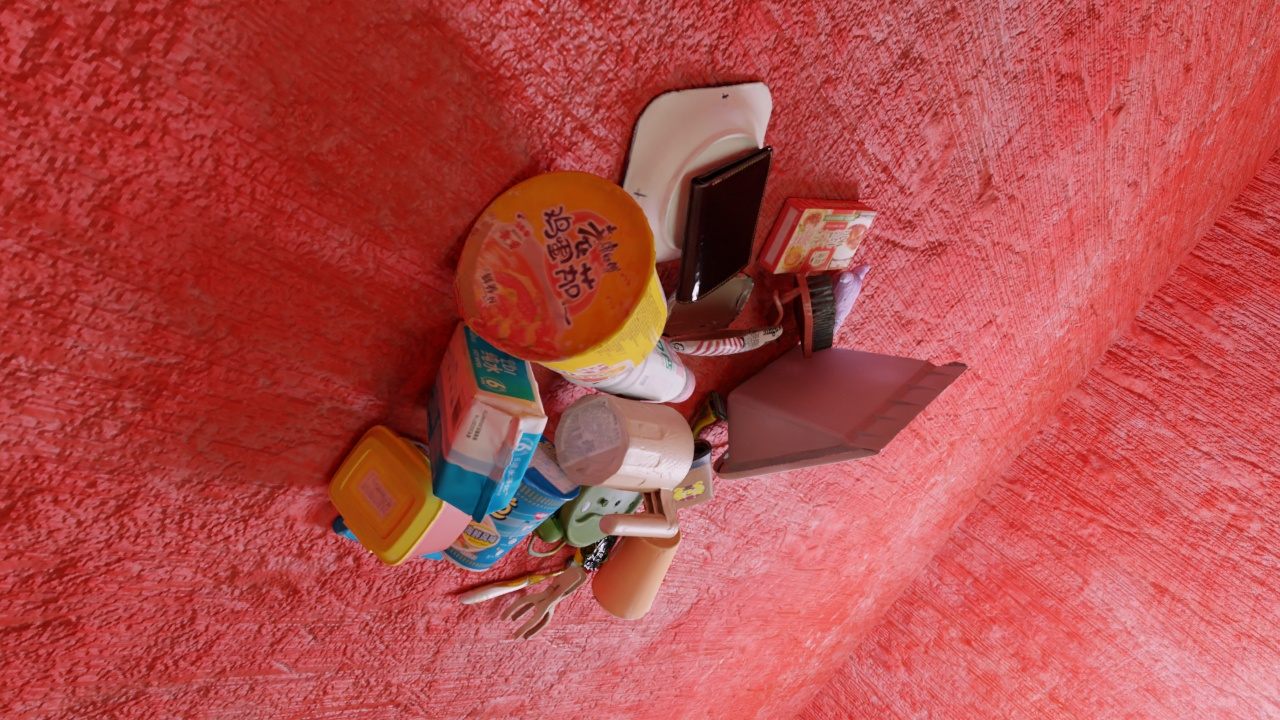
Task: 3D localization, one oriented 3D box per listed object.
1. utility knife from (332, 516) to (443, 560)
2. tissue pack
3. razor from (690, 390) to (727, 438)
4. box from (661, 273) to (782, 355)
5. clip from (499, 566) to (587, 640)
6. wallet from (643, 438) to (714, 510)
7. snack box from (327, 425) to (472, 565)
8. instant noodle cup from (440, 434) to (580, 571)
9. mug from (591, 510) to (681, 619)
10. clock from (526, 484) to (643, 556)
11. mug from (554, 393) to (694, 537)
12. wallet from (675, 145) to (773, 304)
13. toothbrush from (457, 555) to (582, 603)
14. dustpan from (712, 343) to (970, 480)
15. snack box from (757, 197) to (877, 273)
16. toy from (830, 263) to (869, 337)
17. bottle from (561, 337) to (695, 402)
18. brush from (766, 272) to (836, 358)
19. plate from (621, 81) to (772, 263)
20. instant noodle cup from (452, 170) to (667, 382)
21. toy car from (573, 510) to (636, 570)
[{"bbox_3d":[-0.196,0.157,0.801,0.034,0.018,0.191,-38,151,4],"label":"utility knife"},{"bbox_3d":[-0.113,0.040,0.668,0.063,0.140,0.090,15,116,-24],"label":"tissue pack"},{"bbox_3d":[0.064,0.096,1.063,0.028,0.043,0.133,9,127,-18],"label":"razor"},{"bbox_3d":[0.083,-0.032,0.873,0.076,0.088,0.162,-58,160,21],"label":"box"},{"bbox_3d":[-0.110,0.264,1.001,0.105,0.034,0.082,-45,157,17],"label":"clip"},{"bbox_3d":[0.040,0.136,1.050,0.090,0.033,0.115,-15,146,-4],"label":"wallet"},{"bbox_3d":[-0.177,0.104,0.698,0.082,0.091,0.080,-51,157,6],"label":"snack box"},{"bbox_3d":[-0.124,0.119,0.788,0.110,0.099,0.099,-47,151,15],"label":"instant noodle cup"},{"bbox_3d":[-0.002,0.236,1.076,0.078,0.078,0.123,-16,141,-44],"label":"mug"},{"bbox_3d":[-0.055,0.138,0.926,0.161,0.056,0.116,-52,149,5],"label":"clock"},{"bbox_3d":[-0.011,0.093,0.804,0.084,0.124,0.103,-19,161,29],"label":"mug"},{"bbox_3d":[0.070,-0.113,0.772,0.096,0.020,0.122,-33,147,-34],"label":"wallet"},{"bbox_3d":[-0.123,0.235,0.990,0.191,0.016,0.018,-2,115,-52],"label":"toothbrush"},{"bbox_3d":[0.208,0.080,1.062,0.222,0.258,0.143,-31,126,-41],"label":"dustpan"},{"bbox_3d":[0.188,-0.131,0.966,0.152,0.025,0.075,-9,131,-48],"label":"snack box"},{"bbox_3d":[0.231,-0.066,1.085,0.083,0.039,0.108,-23,141,-51],"label":"toy"},{"bbox_3d":[-0.005,0.005,0.830,0.068,0.068,0.196,-53,152,7],"label":"bottle"},{"bbox_3d":[0.171,-0.050,0.984,0.069,0.063,0.146,-11,162,6],"label":"brush"},{"bbox_3d":[0.049,-0.145,0.761,0.163,0.034,0.165,-20,140,-40],"label":"plate"},{"bbox_3d":[-0.046,-0.050,0.658,0.138,0.138,0.110,-47,159,-3],"label":"instant noodle cup"},{"bbox_3d":[-0.040,0.185,1.026,0.105,0.032,0.048,-57,152,-10],"label":"toy car"}]
